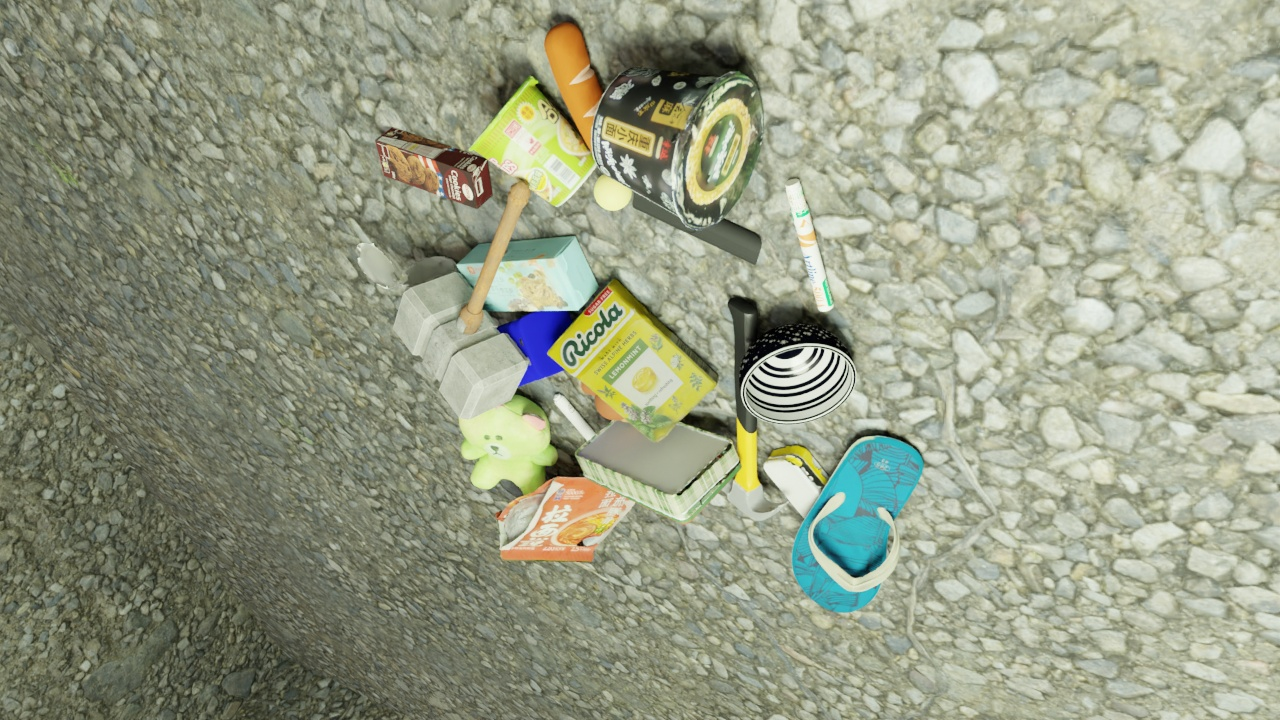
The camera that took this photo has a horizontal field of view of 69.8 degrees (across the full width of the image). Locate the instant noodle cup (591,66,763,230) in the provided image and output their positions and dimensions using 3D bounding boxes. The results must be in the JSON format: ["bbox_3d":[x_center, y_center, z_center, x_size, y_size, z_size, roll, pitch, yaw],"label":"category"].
[{"bbox_3d":[0.028,-0.199,0.827,0.112,0.137,0.137,25,142,30],"label":"instant noodle cup"}]

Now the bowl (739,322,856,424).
[{"bbox_3d":[0.161,0.004,0.970,0.120,0.066,0.120,-3,135,-3],"label":"bowl"}]

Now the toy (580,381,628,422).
[{"bbox_3d":[-0.031,0.020,1.170,0.095,0.065,0.128,14,127,23],"label":"toy"}]

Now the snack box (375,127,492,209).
[{"bbox_3d":[-0.245,-0.229,1.091,0.141,0.031,0.051,22,140,20],"label":"snack box"}]

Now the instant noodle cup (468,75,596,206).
[{"bbox_3d":[-0.105,-0.219,0.945,0.108,0.098,0.099,41,144,-17],"label":"instant noodle cup"}]

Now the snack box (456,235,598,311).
[{"bbox_3d":[-0.140,-0.104,1.122,0.175,0.053,0.075,1,129,37],"label":"snack box"}]

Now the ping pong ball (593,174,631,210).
[{"bbox_3d":[-0.029,-0.178,0.963,0.040,0.040,0.040,22,141,19],"label":"ping pong ball"}]

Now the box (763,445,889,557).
[{"bbox_3d":[0.233,0.191,1.145,0.210,0.037,0.065,50,143,-16],"label":"box"}]

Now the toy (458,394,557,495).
[{"bbox_3d":[-0.195,0.115,1.360,0.150,0.107,0.197,11,130,3],"label":"toy"}]

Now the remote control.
[{"bbox_3d":[0.059,-0.141,0.951,0.147,0.015,0.033,27,142,13],"label":"remote control"}]

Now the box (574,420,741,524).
[{"bbox_3d":[0.020,0.126,1.150,0.206,0.117,0.051,15,135,47],"label":"box"}]

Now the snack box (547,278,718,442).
[{"bbox_3d":[-0.007,0.006,1.099,0.181,0.045,0.121,42,113,-8],"label":"snack box"}]

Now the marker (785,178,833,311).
[{"bbox_3d":[0.165,-0.111,0.896,0.017,0.017,0.145,5,133,36],"label":"marker"}]

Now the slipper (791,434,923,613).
[{"bbox_3d":[0.249,0.209,1.085,0.118,0.060,0.296,20,128,11],"label":"slipper"}]

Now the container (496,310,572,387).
[{"bbox_3d":[-0.142,-0.015,1.174,0.114,0.084,0.085,-17,97,50],"label":"container"}]

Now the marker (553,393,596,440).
[{"bbox_3d":[-0.080,0.099,1.315,0.017,0.020,0.133,-25,112,39],"label":"marker"}]

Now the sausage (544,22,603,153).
[{"bbox_3d":[-0.048,-0.250,0.903,0.045,0.039,0.164,-1,129,40],"label":"sausage"}]

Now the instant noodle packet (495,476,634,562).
[{"bbox_3d":[-0.100,0.222,1.374,0.164,0.083,0.222,9,143,-30],"label":"instant noodle packet"}]

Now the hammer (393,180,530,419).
[{"bbox_3d":[-0.177,-0.087,1.037,0.162,0.082,0.319,51,139,15],"label":"hammer"}]

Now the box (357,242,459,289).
[{"bbox_3d":[-0.296,-0.094,1.214,0.126,0.084,0.156,-6,131,2],"label":"box"}]

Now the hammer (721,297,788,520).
[{"bbox_3d":[0.125,0.067,1.083,0.127,0.029,0.324,41,148,42],"label":"hammer"}]
